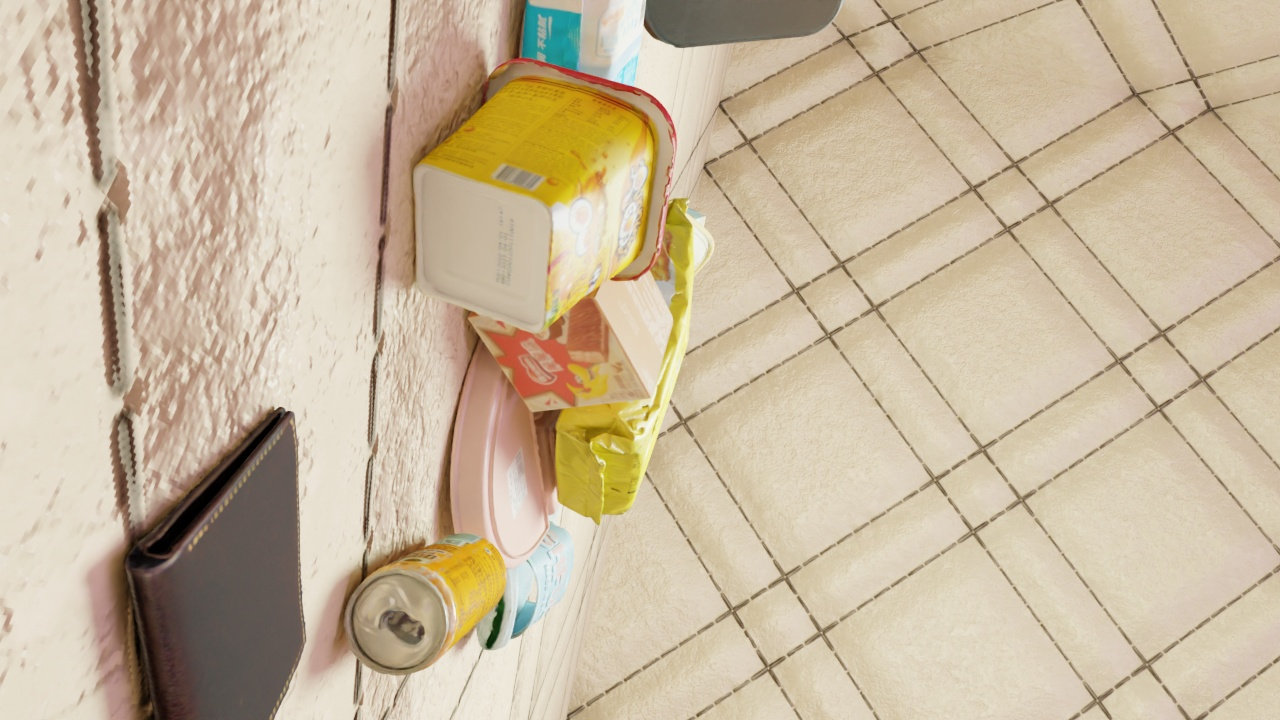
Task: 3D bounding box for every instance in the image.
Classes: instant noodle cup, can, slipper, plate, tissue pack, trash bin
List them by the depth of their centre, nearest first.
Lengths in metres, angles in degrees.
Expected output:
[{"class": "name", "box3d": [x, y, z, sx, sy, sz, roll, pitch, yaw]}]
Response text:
[{"class": "instant noodle cup", "box3d": [-0.054, -0.083, 0.486, 0.123, 0.116, 0.116, -54, 159, -50]}, {"class": "can", "box3d": [-0.121, 0.139, 0.542, 0.146, 0.058, 0.058, 46, 57, -85]}, {"class": "tissue pack", "box3d": [-0.037, -0.205, 0.587, 0.139, 0.063, 0.090, -72, 172, -58]}, {"class": "plate", "box3d": [-0.086, 0.053, 0.713, 0.229, 0.028, 0.229, 10, 89, -77]}, {"class": "trash bin", "box3d": [0.086, -0.363, 0.714, 0.219, 0.199, 0.199, -69, 154, -48]}, {"class": "slipper", "box3d": [-0.102, 0.196, 0.885, 0.245, 0.074, 0.104, -68, 171, -74]}]

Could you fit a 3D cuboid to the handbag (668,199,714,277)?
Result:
[{"class": "handbag", "box3d": [-0.029, -0.078, 0.854, 0.179, 0.063, 0.163, -53, 150, 8]}]

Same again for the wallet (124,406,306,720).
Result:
[{"class": "wallet", "box3d": [-0.147, 0.091, 0.334, 0.096, 0.020, 0.122, -80, 180, -62]}]

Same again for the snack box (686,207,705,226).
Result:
[{"class": "snack box", "box3d": [-0.001, -0.112, 0.972, 0.174, 0.052, 0.074, -28, 138, -48]}]

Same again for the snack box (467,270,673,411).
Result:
[{"class": "snack box", "box3d": [-0.043, -0.027, 0.608, 0.076, 0.094, 0.093, -73, 146, -41]}]

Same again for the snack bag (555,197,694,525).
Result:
[{"class": "snack bag", "box3d": [-0.004, 0.004, 0.749, 0.158, 0.068, 0.245, 98, 10, -59]}]
